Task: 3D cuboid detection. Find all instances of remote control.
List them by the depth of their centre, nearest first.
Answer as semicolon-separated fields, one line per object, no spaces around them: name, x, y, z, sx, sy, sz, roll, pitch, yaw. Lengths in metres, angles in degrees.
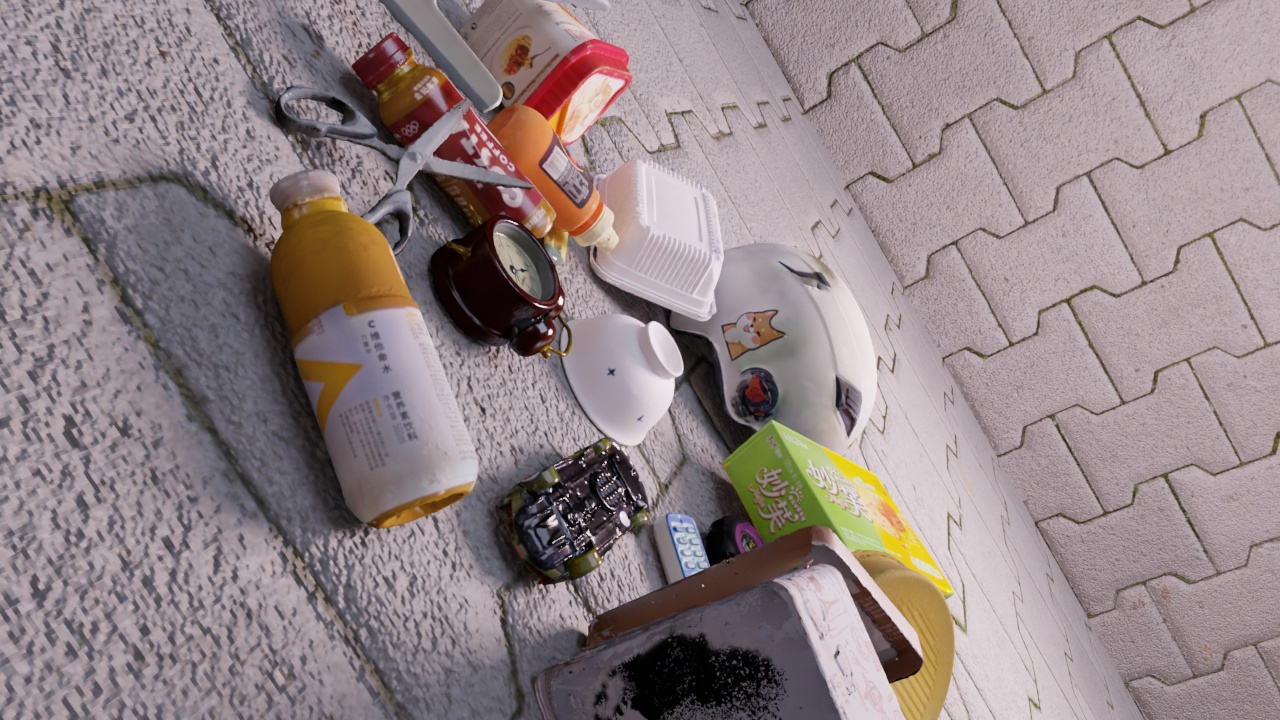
remote control;0.042;0.180;0.707;0.049;0.024;0.124;22;44;-56

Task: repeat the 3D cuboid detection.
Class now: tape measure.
tape measure;0.080;0.166;0.785;0.058;0.039;0.057;44;28;-24

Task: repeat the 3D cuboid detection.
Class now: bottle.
bottle;-0.145;-0.010;0.478;0.068;0.068;0.189;0;65;-64
bottle;-0.136;-0.156;0.672;0.175;0.058;0.057;50;26;-23
bottle;-0.071;-0.146;0.778;0.149;0.067;0.066;43;29;-31

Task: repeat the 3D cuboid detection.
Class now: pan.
pan;0.197;0.305;0.768;0.197;0.078;0.357;-43;121;-20

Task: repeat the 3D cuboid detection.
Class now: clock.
clock;-0.092;-0.048;0.646;0.122;0.055;0.081;47;26;-24

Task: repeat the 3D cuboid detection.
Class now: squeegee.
squeegee;-0.101;-0.300;0.737;0.245;0.039;0.246;-22;65;-47

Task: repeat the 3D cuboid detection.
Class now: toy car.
toy car;-0.038;0.097;0.612;0.070;0.042;0.157;63;24;3

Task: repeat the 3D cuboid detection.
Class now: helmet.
helmet;0.167;-0.017;0.989;0.274;0.157;0.229;58;23;12

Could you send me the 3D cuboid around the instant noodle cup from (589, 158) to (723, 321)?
instant noodle cup;0.022;-0.131;0.908;0.138;0.060;0.173;21;38;-20

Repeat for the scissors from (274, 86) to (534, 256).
scissors;-0.148;-0.128;0.598;0.179;0.014;0.159;11;65;-32

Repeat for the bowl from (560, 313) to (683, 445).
bowl;-0.004;0.004;0.757;0.118;0.065;0.118;46;28;-34

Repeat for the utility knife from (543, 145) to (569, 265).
utility knife;-0.077;-0.155;0.855;0.031;0.022;0.215;50;21;-36

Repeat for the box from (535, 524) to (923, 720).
box;0.063;0.194;0.544;0.174;0.183;0.152;9;57;-58

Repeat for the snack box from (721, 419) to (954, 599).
snack box;0.190;0.161;0.875;0.210;0.070;0.157;28;26;-42

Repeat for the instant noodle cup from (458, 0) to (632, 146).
instant noodle cup;-0.091;-0.277;0.848;0.124;0.117;0.116;51;23;6
